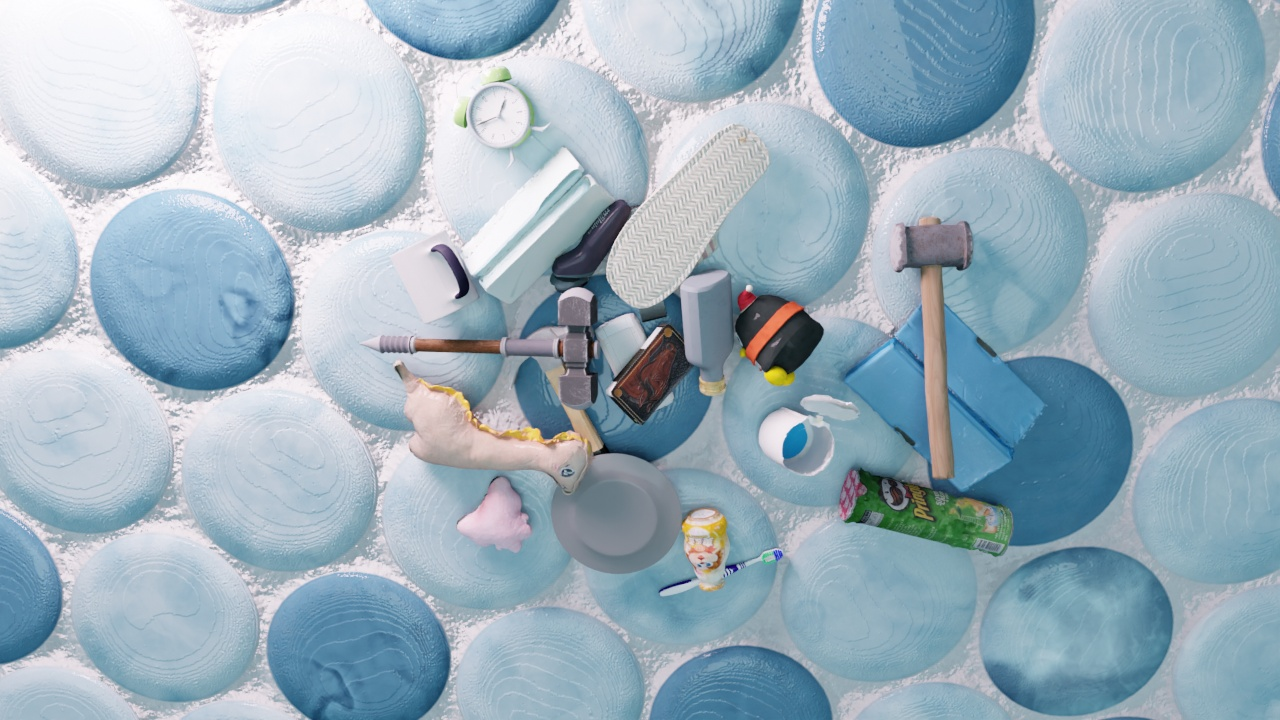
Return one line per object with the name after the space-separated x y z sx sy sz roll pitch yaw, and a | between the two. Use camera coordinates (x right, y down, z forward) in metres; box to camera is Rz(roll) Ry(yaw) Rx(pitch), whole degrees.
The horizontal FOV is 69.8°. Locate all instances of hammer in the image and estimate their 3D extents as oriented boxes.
-0.211 -0.018 1.186 0.322 0.043 0.156 2 98 10 | hammer
-0.070 0.107 1.244 0.131 0.039 0.328 -22 103 8 | hammer
0.369 -0.016 1.149 0.098 0.052 0.328 -1 86 2 | hammer

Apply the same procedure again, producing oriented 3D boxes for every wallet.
0.017 0.018 1.196 0.072 0.019 0.123 46 75 -21 | wallet

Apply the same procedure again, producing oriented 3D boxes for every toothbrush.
0.113 0.301 1.296 0.187 0.016 0.015 -21 102 6 | toothbrush

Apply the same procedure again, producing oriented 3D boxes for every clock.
-0.179 -0.309 1.141 0.094 0.042 0.119 -42 100 10 | clock

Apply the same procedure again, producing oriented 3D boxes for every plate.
-0.033 0.211 1.245 0.178 0.012 0.178 1 106 3 | plate

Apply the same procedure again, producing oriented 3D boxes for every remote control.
-0.007 0.007 1.222 0.060 0.025 0.138 -23 104 7 | remote control
0.001 -0.125 1.195 0.034 0.013 0.150 -13 103 5 | remote control

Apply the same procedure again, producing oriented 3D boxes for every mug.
-0.253 -0.108 1.161 0.078 0.112 0.097 -33 104 -32 | mug

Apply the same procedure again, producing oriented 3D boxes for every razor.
-0.063 -0.146 1.171 0.052 0.047 0.143 27 111 -32 | razor

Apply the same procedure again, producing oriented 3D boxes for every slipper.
0.060 -0.181 1.162 0.115 0.052 0.263 39 96 -11 | slipper

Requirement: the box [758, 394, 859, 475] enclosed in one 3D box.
0.212 0.089 1.172 0.084 0.160 0.118 26 92 -10 | box

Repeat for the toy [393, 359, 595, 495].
-0.194 0.090 1.206 0.265 0.065 0.196 2 122 17 | toy

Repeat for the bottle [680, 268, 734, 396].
0.089 -0.031 1.181 0.046 0.072 0.161 19 126 39 | bottle

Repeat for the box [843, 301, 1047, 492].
0.404 0.046 1.203 0.232 0.066 0.173 42 100 -7 | box

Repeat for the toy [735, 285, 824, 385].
0.168 -0.037 1.176 0.119 0.097 0.100 43 102 15 | toy

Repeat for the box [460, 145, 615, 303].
-0.142 -0.178 1.170 0.199 0.085 0.096 -44 66 8 | box

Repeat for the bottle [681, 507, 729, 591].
0.092 0.261 1.261 0.063 0.063 0.108 -8 101 3 | bottle

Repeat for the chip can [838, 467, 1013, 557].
0.385 0.206 1.235 0.223 0.075 0.075 13 104 -2 | chip can

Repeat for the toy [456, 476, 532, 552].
-0.194 0.221 1.268 0.093 0.050 0.102 37 99 -4 | toy
